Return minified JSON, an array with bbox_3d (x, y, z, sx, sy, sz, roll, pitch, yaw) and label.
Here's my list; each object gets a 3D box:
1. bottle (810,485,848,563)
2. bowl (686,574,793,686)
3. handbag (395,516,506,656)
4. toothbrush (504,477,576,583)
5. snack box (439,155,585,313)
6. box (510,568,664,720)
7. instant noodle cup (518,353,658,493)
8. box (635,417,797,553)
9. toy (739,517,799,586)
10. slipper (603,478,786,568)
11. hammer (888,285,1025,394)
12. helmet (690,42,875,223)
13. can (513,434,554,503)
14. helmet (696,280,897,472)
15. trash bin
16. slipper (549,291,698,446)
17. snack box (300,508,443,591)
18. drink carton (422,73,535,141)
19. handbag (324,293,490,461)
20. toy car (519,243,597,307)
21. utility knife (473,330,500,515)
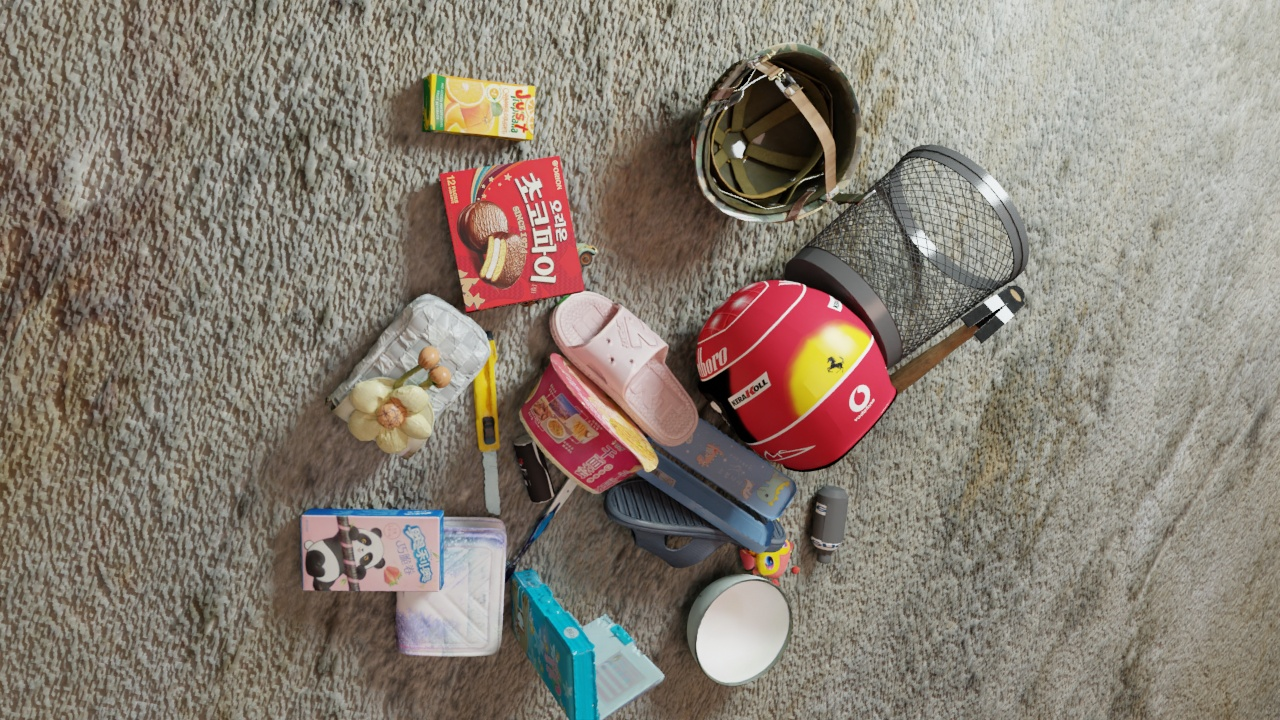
[{"bbox_3d":[0.271,0.237,1.321,0.047,0.047,0.112,3,99,-26],"label":"bottle"},{"bbox_3d":[0.127,0.361,1.263,0.153,0.073,0.153,-5,103,-25],"label":"bowl"},{"bbox_3d":[-0.225,0.265,1.087,0.126,0.069,0.158,3,98,-11],"label":"handbag"},{"bbox_3d":[-0.123,0.200,1.148,0.016,0.017,0.189,42,80,-36],"label":"toothbrush"},{"bbox_3d":[-0.143,-0.140,1.026,0.132,0.036,0.152,-11,92,-10],"label":"snack box"},{"bbox_3d":[-0.066,0.323,1.078,0.117,0.227,0.097,-5,102,-24],"label":"box"},{"bbox_3d":[-0.068,0.081,1.074,0.078,0.178,0.178,-43,115,6],"label":"instant noodle cup"},{"bbox_3d":[0.094,0.152,1.183,0.209,0.047,0.121,34,60,-2],"label":"box"},{"bbox_3d":[0.179,0.264,1.285,0.084,0.046,0.103,-24,106,-13],"label":"toy"},{"bbox_3d":[0.064,0.223,1.200,0.263,0.101,0.083,14,118,-23],"label":"slipper"},{"bbox_3d":[0.374,0.008,1.228,0.040,0.306,0.132,53,31,9],"label":"hammer"},{"bbox_3d":[0.159,-0.258,1.063,0.223,0.237,0.193,-44,110,-23],"label":"helmet"},{"bbox_3d":[-0.130,0.132,1.121,0.031,0.031,0.080,-21,108,-20],"label":"can"},{"bbox_3d":[0.176,0.012,1.137,0.224,0.271,0.197,46,77,-3],"label":"helmet"},{"bbox_3d":[0.336,-0.123,1.194,0.227,0.218,0.218,-38,113,-10],"label":"trash bin"},{"bbox_3d":[-0.007,0.007,1.114,0.239,0.065,0.094,48,62,-15],"label":"slipper"},{"bbox_3d":[-0.298,0.211,1.025,0.154,0.033,0.088,2,97,-2],"label":"snack box"},{"bbox_3d":[-0.176,-0.278,1.015,0.122,0.041,0.058,-1,100,-26],"label":"drink carton"},{"bbox_3d":[-0.244,0.017,0.994,0.112,0.123,0.171,39,88,-20],"label":"handbag"},{"bbox_3d":[-0.105,-0.110,1.076,0.111,0.047,0.047,-40,119,-14],"label":"toy car"},{"bbox_3d":[-0.181,0.078,1.098,0.030,0.019,0.228,-5,105,-15],"label":"utility knife"}]
